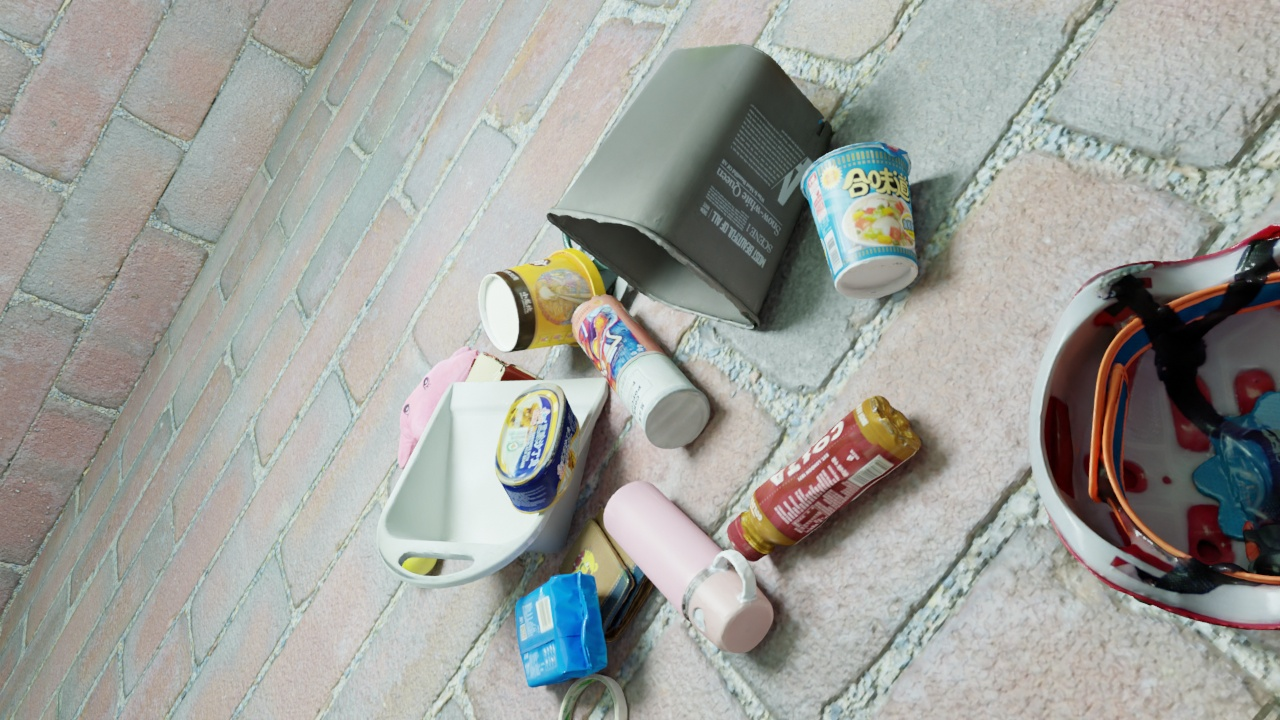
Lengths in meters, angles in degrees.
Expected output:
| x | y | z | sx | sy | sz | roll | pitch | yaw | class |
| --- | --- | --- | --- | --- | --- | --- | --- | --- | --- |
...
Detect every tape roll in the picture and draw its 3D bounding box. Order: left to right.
| x | y | z | sx | sy | sz | roll | pitch | yaw | class |
| --- | --- | --- | --- | --- | --- | --- | --- | --- | --- |
| -0.046 | 0.343 | 0.872 | 0.086 | 0.014 | 0.085 | -27 | 50 | 37 | tape roll |

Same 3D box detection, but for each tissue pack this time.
| x | y | z | sx | sy | sz | roll | pitch | yaw | class |
| --- | --- | --- | --- | --- | --- | --- | --- | --- | --- |
| -0.078 | 0.265 | 0.894 | 0.158 | 0.052 | 0.095 | -45 | 50 | 55 | tissue pack |

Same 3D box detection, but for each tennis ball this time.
| x | y | z | sx | sy | sz | roll | pitch | yaw | class |
| --- | --- | --- | --- | --- | --- | --- | --- | --- | --- |
| -0.292 | 0.245 | 1.174 | 0.066 | 0.065 | 0.065 | -27 | 50 | 37 | tennis ball |

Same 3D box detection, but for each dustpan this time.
| x | y | z | sx | sy | sz | roll | pitch | yaw | class |
| --- | --- | --- | --- | --- | --- | --- | --- | --- | --- |
| -0.173 | 0.124 | 1.003 | 0.223 | 0.142 | 0.257 | -2 | 71 | 23 | dustpan |

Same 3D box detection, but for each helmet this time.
| x | y | z | sx | sy | sz | roll | pitch | yaw | class |
| --- | --- | --- | --- | --- | --- | --- | --- | --- | --- |
| 0.345 | 0.046 | 0.492 | 0.241 | 0.144 | 0.206 | -10 | 61 | 30 | helmet |

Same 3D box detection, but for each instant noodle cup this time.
| x | y | z | sx | sy | sz | roll | pitch | yaw | class |
| --- | --- | --- | --- | --- | --- | --- | --- | --- | --- |
| -0.119 | -0.065 | 1.080 | 0.118 | 0.114 | 0.118 | 25 | 122 | 48 | instant noodle cup |
| 0.197 | -0.117 | 0.802 | 0.099 | 0.099 | 0.109 | -25 | 58 | 39 | instant noodle cup |

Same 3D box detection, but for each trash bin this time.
| x | y | z | sx | sy | sz | roll | pitch | yaw | class |
| --- | --- | --- | --- | --- | --- | --- | --- | --- | --- |
| 0.062 | -0.177 | 0.921 | 0.199 | 0.199 | 0.219 | 22 | 79 | 51 | trash bin |

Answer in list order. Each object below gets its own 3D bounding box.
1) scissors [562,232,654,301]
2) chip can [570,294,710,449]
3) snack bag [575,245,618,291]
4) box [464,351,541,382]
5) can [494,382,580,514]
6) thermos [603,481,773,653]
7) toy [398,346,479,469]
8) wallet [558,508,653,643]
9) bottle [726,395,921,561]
| x | y | z | sx | sy | sz | roll | pitch | yaw | class |
| --- | --- | --- | --- | --- | --- | --- | --- | --- | --- |
| -0.009 | -0.152 | 1.081 | 0.179 | 0.019 | 0.170 | -46 | 63 | 10 | scissors |
| -0.006 | 0.006 | 0.978 | 0.071 | 0.071 | 0.214 | -54 | 38 | 12 | chip can |
| -0.022 | -0.176 | 1.131 | 0.191 | 0.039 | 0.110 | -56 | 36 | 5 | snack bag |
| -0.207 | 0.076 | 1.165 | 0.091 | 0.077 | 0.168 | 23 | 86 | 52 | box |
| -0.108 | 0.089 | 0.964 | 0.075 | 0.049 | 0.147 | -9 | 39 | 15 | can |
| 0.040 | 0.174 | 0.820 | 0.198 | 0.067 | 0.087 | 37 | 131 | 54 | thermos |
| -0.273 | 0.058 | 1.244 | 0.195 | 0.074 | 0.178 | -53 | 16 | 16 | toy |
| -0.035 | 0.214 | 0.924 | 0.090 | 0.033 | 0.115 | -59 | 34 | 9 | wallet |
| 0.145 | 0.102 | 0.755 | 0.175 | 0.057 | 0.057 | -44 | 42 | 24 | bottle |
